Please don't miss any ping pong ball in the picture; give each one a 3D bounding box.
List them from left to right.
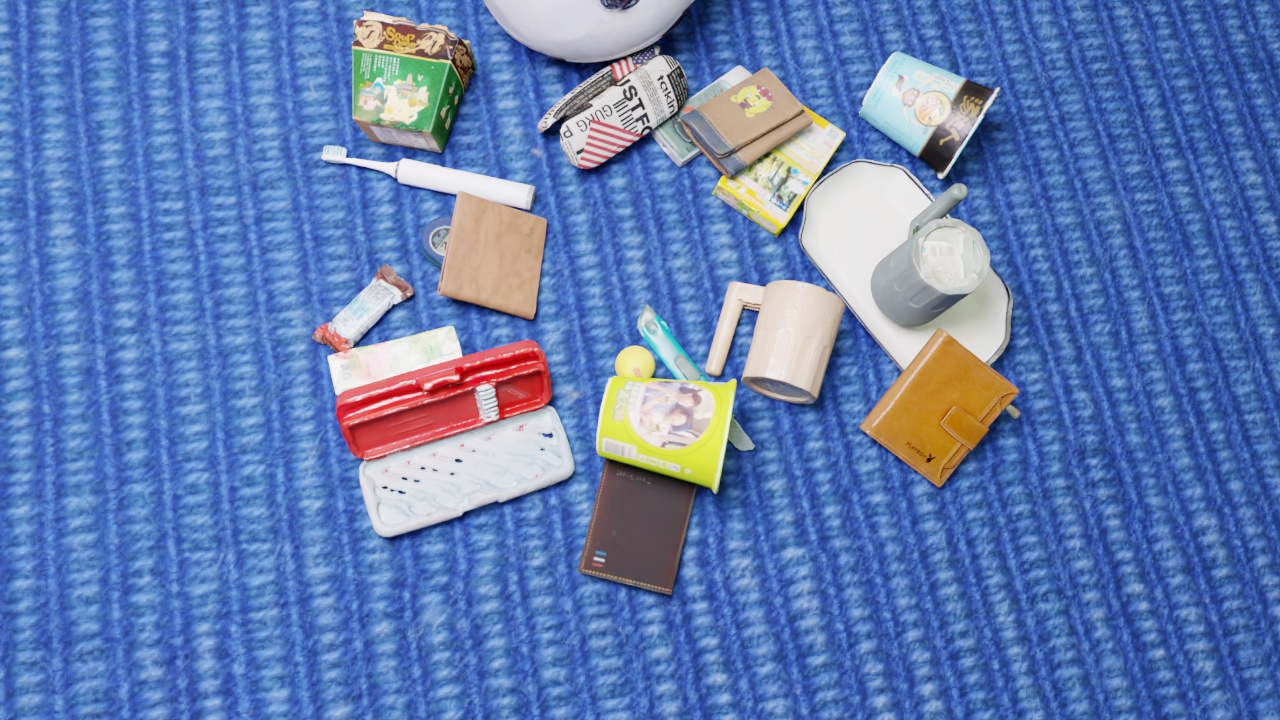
[{"bbox_3d":[-0.005,0.005,0.926,0.040,0.040,0.040,2,76,-7],"label":"ping pong ball"}]

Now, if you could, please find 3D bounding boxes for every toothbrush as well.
[{"bbox_3d":[-0.220,-0.191,0.954,0.221,0.027,0.026,11,81,-4],"label":"toothbrush"}]

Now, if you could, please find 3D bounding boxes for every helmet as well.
[{"bbox_3d":[-0.045,-0.398,0.953,0.258,0.146,0.228,-8,53,-2],"label":"helmet"}]

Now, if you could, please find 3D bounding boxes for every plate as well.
[{"bbox_3d":[0.281,-0.094,0.991,0.161,0.034,0.265,-38,84,-14],"label":"plate"}]

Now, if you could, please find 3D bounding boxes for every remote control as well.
[{"bbox_3d":[0.078,-0.272,1.015,0.135,0.019,0.056,-37,83,-14],"label":"remote control"}]

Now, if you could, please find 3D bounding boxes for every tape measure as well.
[{"bbox_3d":[-0.196,-0.120,0.940,0.054,0.025,0.058,33,65,2],"label":"tape measure"}]

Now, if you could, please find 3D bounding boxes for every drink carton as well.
[{"bbox_3d":[-0.235,0.003,0.891,0.122,0.054,0.045,-16,79,-12],"label":"drink carton"}]

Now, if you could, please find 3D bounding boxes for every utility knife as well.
[{"bbox_3d":[0.056,0.020,0.945,0.029,0.013,0.185,-38,84,-6],"label":"utility knife"}]

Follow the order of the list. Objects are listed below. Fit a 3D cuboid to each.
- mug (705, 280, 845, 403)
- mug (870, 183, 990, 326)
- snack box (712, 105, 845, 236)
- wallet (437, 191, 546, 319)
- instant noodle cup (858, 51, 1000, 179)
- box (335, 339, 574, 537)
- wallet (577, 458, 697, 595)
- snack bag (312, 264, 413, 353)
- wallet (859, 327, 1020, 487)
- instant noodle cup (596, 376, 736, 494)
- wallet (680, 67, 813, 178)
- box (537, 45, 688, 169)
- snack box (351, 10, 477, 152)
[{"bbox_3d":[0.135,-0.022,0.938,0.125,0.084,0.103,13,75,21],"label":"mug"},{"bbox_3d":[0.293,-0.106,0.923,0.083,0.103,0.123,13,76,-4],"label":"mug"},{"bbox_3d":[0.152,-0.215,1.005,0.087,0.034,0.140,34,73,1],"label":"snack box"},{"bbox_3d":[-0.148,-0.107,0.931,0.101,0.020,0.115,14,72,-26],"label":"wallet"},{"bbox_3d":[0.310,-0.275,1.008,0.120,0.111,0.111,32,74,9],"label":"instant noodle cup"},{"bbox_3d":[-0.175,0.071,0.881,0.201,0.069,0.158,-17,104,-12],"label":"box"},{"bbox_3d":[-0.001,0.160,0.902,0.096,0.020,0.122,15,73,-3],"label":"wallet"},{"bbox_3d":[-0.275,-0.048,0.912,0.045,0.026,0.105,38,74,12],"label":"snack bag"},{"bbox_3d":[0.311,0.053,0.942,0.119,0.035,0.131,37,97,-1],"label":"wallet"},{"bbox_3d":[0.023,0.062,0.885,0.123,0.112,0.111,10,75,6],"label":"instant noodle cup"},{"bbox_3d":[0.114,-0.255,0.981,0.115,0.033,0.090,-33,70,-12],"label":"wallet"},{"bbox_3d":[-0.031,-0.276,0.985,0.162,0.086,0.075,-38,127,-12],"label":"box"},{"bbox_3d":[-0.238,-0.276,0.937,0.118,0.117,0.105,10,87,-2],"label":"snack box"}]
